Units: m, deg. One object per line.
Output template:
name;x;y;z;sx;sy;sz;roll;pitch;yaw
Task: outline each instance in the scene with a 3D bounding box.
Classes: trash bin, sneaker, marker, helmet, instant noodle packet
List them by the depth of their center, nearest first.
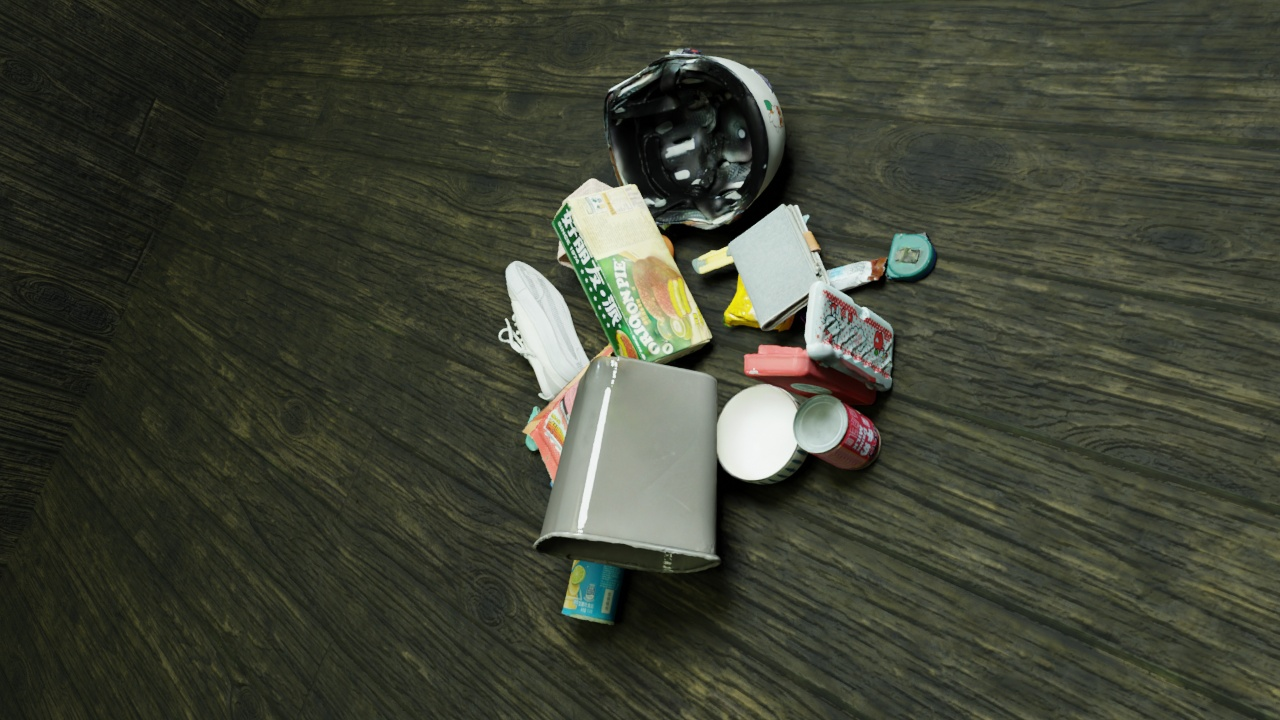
trash bin;-0.008;0.127;1.084;0.199;0.199;0.219;129;150;-67
instant noodle packet;0.166;-0.097;1.165;0.111;0.044;0.128;7;73;48
helmet;0.089;-0.298;1.223;0.275;0.156;0.230;-7;107;44
marker;0.020;-0.217;1.359;0.018;0.015;0.124;-54;50;14
sneaker;-0.156;-0.042;1.389;0.091;0.089;0.242;-43;56;23

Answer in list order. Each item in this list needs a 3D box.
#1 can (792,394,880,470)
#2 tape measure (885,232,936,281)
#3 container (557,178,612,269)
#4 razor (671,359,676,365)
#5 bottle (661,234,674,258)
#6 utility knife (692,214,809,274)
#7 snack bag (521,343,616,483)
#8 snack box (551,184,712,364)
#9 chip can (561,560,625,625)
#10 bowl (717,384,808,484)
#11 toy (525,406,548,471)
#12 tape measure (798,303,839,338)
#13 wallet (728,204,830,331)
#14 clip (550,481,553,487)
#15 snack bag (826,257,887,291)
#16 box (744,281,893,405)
can;0.218;0.081;1.010;0.067;0.093;0.066;-17;61;34
tape measure;0.313;-0.120;1.063;0.055;0.025;0.058;6;77;42
container;-0.066;-0.197;1.365;0.090;0.090;0.110;-31;51;42
razor;-0.008;0.007;1.280;0.133;0.028;0.043;-26;61;32
bottle;0.011;-0.101;1.289;0.067;0.066;0.149;-4;77;39
utility knife;0.139;-0.146;1.179;0.183;0.019;0.031;-17;63;33
snack bag;-0.073;0.076;1.258;0.208;0.073;0.128;-49;56;22
snack box;-0.012;-0.107;1.204;0.240;0.114;0.063;64;147;7
chip can;-0.046;0.228;1.186;0.071;0.071;0.210;1;73;40
bowl;0.152;0.092;1.081;0.117;0.066;0.116;-16;63;34
toy;-0.135;0.115;1.338;0.092;0.030;0.096;-1;75;42
tape measure;0.220;-0.050;1.089;0.039;0.058;0.057;-48;20;11
wallet;0.171;-0.115;1.114;0.107;0.037;0.129;-36;55;28
clip;-0.102;0.163;1.298;0.058;0.037;0.026;-52;46;14
snack bag;0.246;-0.099;1.108;0.106;0.026;0.045;-17;29;35
box;0.197;-0.013;0.992;0.094;0.200;0.100;0;78;36
